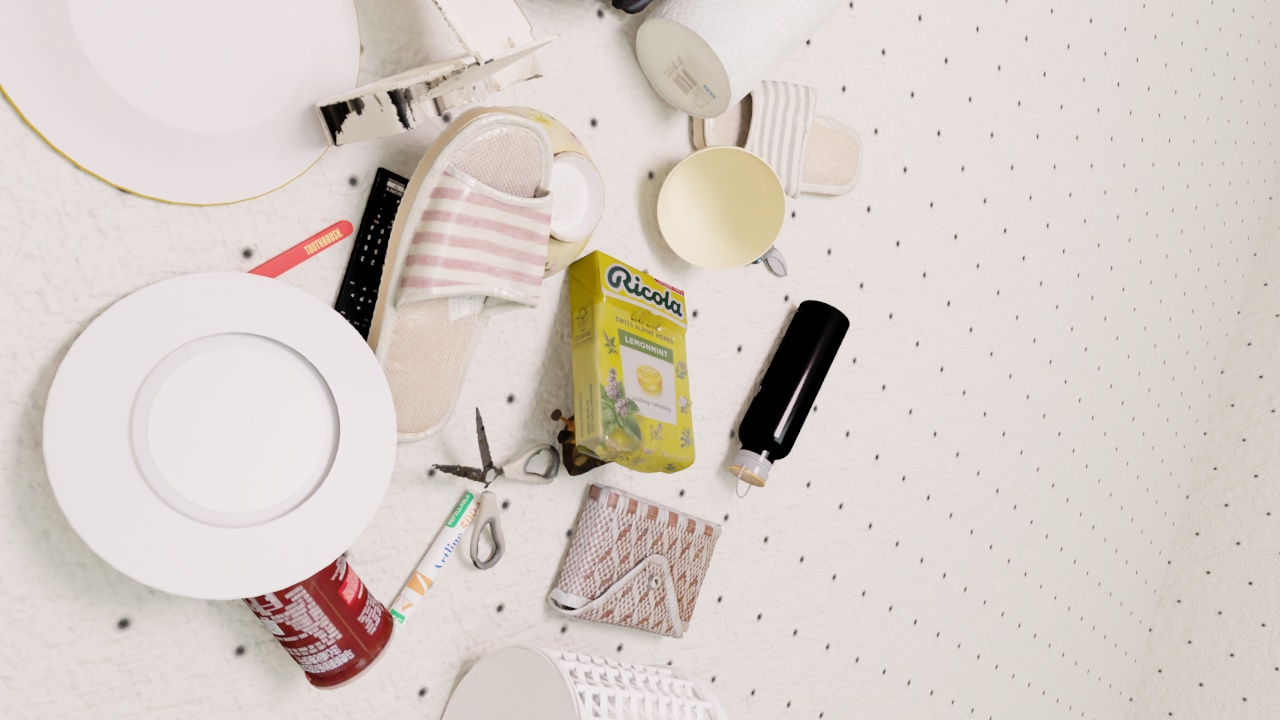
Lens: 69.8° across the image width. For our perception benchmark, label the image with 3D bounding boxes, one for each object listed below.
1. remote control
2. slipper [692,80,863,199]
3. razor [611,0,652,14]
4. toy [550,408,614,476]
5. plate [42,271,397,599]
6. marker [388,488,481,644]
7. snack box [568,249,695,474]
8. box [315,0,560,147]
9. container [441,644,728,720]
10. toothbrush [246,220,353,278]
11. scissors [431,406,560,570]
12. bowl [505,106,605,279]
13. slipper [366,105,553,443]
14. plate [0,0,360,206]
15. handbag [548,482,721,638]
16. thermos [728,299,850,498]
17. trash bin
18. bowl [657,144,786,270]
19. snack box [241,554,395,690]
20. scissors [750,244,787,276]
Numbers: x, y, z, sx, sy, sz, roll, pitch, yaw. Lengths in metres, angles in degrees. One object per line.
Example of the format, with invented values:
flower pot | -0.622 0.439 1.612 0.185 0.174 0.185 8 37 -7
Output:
remote control | -0.199 -0.071 0.673 0.030 0.009 0.140 20 83 -44
slipper | 0.159 -0.229 0.964 0.272 0.054 0.114 5 99 -45
razor | -0.038 -0.318 0.760 0.140 0.053 0.064 -19 134 -36
toy | -0.047 0.065 0.804 0.076 0.062 0.100 -53 149 -2
plate | -0.252 0.043 0.578 0.208 0.015 0.208 9 74 -34
marker | -0.171 0.169 0.738 0.017 0.017 0.145 48 65 -38
snack box | -0.005 0.004 0.802 0.121 0.045 0.180 21 56 -43
box | -0.120 -0.216 0.599 0.143 0.184 0.099 -40 122 -42
container | -0.046 0.345 0.771 0.186 0.190 0.189 27 79 -42
toothbrush | -0.274 -0.040 0.601 0.211 0.018 0.012 -40 122 -32
scissors | -0.118 0.104 0.756 0.170 0.013 0.158 -12 118 -56
bowl | -0.075 -0.133 0.744 0.144 0.063 0.145 -11 105 -44
slipper | -0.129 -0.052 0.668 0.115 0.052 0.263 10 109 -44
plate | -0.276 -0.212 0.566 0.229 0.021 0.230 -9 104 -43
handbag | 0.004 0.200 0.893 0.185 0.047 0.124 27 78 -43
thermos | 0.155 0.045 0.999 0.061 0.061 0.231 43 68 -40
trash bin | 0.085 -0.310 0.827 0.161 0.133 0.133 -50 128 -20
bowl | 0.075 -0.154 0.870 0.074 0.118 0.118 -87 159 -62
snack box | -0.233 0.163 0.641 0.072 0.072 0.121 -44 124 -30
scissors | 0.117 -0.129 0.962 0.138 0.019 0.136 -25 116 -40
